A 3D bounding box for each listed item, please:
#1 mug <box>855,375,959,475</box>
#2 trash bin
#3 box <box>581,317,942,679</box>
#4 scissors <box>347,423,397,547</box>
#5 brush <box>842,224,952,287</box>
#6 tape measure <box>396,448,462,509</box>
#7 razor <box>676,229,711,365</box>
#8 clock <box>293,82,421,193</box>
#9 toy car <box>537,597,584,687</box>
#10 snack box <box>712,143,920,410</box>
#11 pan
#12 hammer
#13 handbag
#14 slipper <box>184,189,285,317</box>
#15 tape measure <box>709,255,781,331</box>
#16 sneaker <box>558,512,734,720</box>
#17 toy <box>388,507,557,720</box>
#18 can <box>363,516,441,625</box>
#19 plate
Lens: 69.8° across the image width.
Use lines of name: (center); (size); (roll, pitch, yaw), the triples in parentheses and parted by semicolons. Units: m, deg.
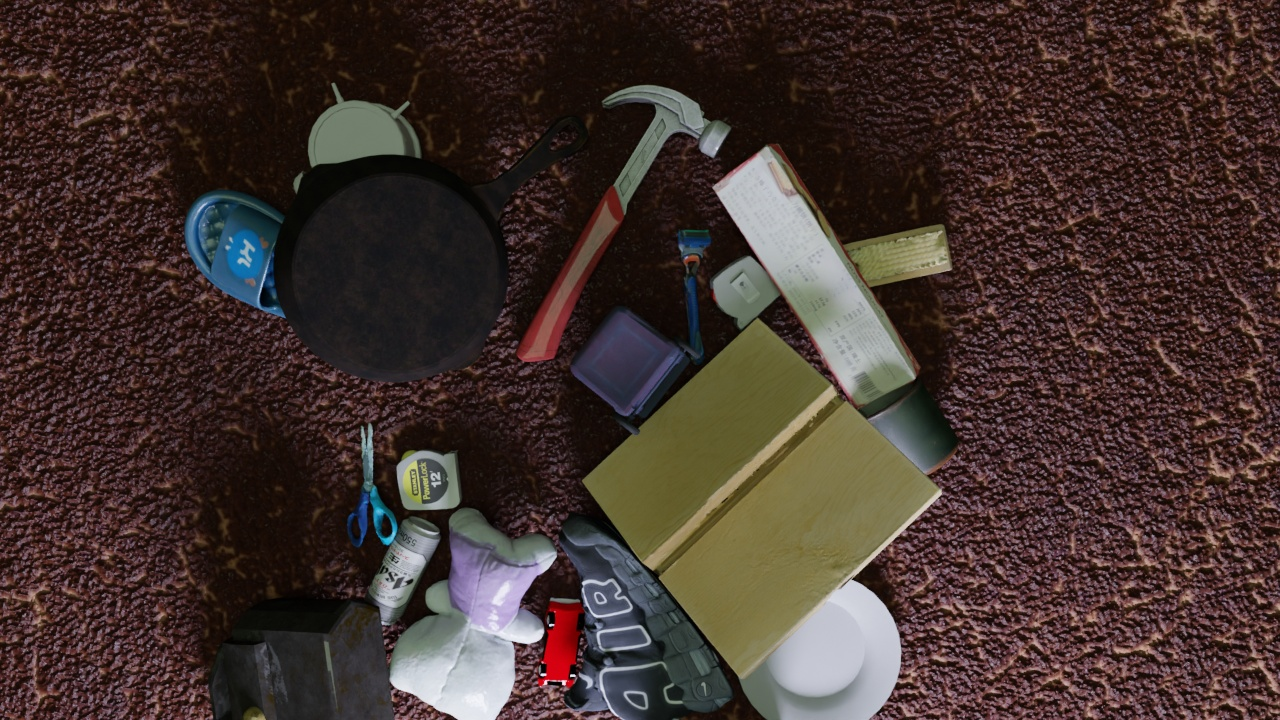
mug: (0.255, 0.079, 0.929); (0.111, 0.085, 0.081); (-34, 93, 1)
trash bin: (-0.005, 0.005, 0.885); (0.092, 0.161, 0.094); (38, 91, 5)
box: (0.107, 0.123, 0.883); (0.247, 0.076, 0.257); (-44, 63, 2)
scissors: (-0.288, 0.129, 0.956); (0.073, 0.016, 0.134); (-13, 82, 27)
brush: (0.262, -0.106, 0.944); (0.117, 0.039, 0.049); (-12, 91, 2)
tape measure: (-0.220, 0.124, 0.961); (0.065, 0.017, 0.064); (-6, 92, 0)
razor: (0.054, -0.065, 0.955); (0.043, 0.018, 0.141); (-4, 95, -37)
clock: (-0.285, -0.190, 0.932); (0.120, 0.061, 0.159); (14, 97, -1)
toy car: (-0.084, 0.297, 0.963); (0.038, 0.025, 0.089); (8, 96, -17)
snack box: (0.178, -0.085, 0.927); (0.077, 0.044, 0.273); (-33, 91, 32)
pan: (-0.189, -0.126, 0.907); (0.355, 0.043, 0.249); (-40, 111, -7)
hammer: (-0.042, -0.136, 0.947); (0.126, 0.036, 0.316); (31, 92, 1)
handbag: (-0.357, 0.340, 0.918); (0.200, 0.102, 0.197); (-7, 92, 26)
slipper: (-0.368, -0.089, 0.927); (0.213, 0.059, 0.104); (31, 105, -2)
tape measure: (0.107, -0.072, 0.950); (0.060, 0.020, 0.062); (-42, 101, 1)
sneaker: (-0.031, 0.279, 0.925); (0.150, 0.097, 0.252); (-38, 98, -4)
toy: (-0.168, 0.266, 0.931); (0.137, 0.085, 0.209); (21, 93, 0)
can: (-0.248, 0.217, 0.951); (0.044, 0.044, 0.106); (27, 92, -1)
plate: (0.186, 0.308, 0.969); (0.173, 0.019, 0.173); (0, 92, 0)
